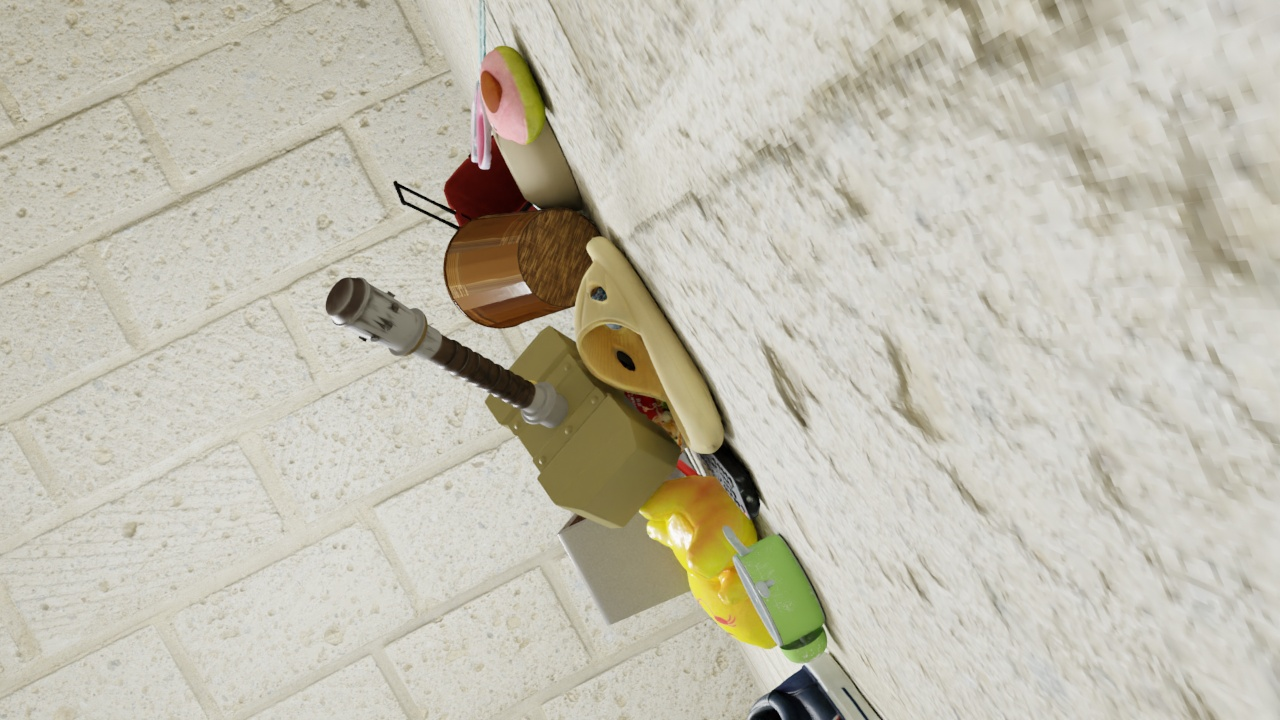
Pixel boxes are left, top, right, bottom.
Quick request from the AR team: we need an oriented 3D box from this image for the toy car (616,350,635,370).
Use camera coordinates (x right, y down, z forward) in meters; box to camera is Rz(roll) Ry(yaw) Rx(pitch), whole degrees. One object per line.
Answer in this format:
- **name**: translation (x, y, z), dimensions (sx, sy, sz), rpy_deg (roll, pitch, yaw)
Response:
- **toy car**: translation (-0.005, 0.005, 0.920), dimensions (0.092, 0.037, 0.040), rpy_deg (32, 163, 19)

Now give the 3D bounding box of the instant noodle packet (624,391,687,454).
- **instant noodle packet**: translation (-0.015, 0.057, 0.980), dimensions (0.040, 0.135, 0.098), rpy_deg (-58, 39, 41)

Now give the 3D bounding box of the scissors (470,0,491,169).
- **scissors**: translation (-0.172, -0.294, 0.973), dimensions (0.103, 0.016, 0.179), rpy_deg (-149, 57, -68)

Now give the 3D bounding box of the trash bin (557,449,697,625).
- **trash bin**: translation (0.007, 0.196, 1.092), dimensions (0.114, 0.115, 0.228), rpy_deg (62, -165, -3)

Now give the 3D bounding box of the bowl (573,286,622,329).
- **bowl**: translation (-0.037, -0.045, 1.006), dimensions (0.114, 0.060, 0.114), rpy_deg (153, 91, -86)

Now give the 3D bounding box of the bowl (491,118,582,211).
- **bowl**: translation (-0.118, -0.219, 0.976), dimensions (0.152, 0.050, 0.152), rpy_deg (63, 176, 8)

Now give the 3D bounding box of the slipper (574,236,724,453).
- **slipper**: translation (-0.009, -0.006, 0.804), dimensions (0.261, 0.079, 0.111), rpy_deg (58, 177, 46)

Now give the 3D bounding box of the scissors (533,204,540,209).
- **scissors**: translation (-0.079, -0.140, 1.067), dimensions (0.134, 0.015, 0.135), rpy_deg (29, 160, 55)

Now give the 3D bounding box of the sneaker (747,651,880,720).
- **sneaker**: translation (0.149, 0.338, 0.678), dimensions (0.121, 0.127, 0.294), rpy_deg (66, 173, -17)

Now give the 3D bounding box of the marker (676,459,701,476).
- **marker**: translation (0.033, 0.112, 1.079), dimensions (0.142, 0.012, 0.013), rpy_deg (38, 165, 25)

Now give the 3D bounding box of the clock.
- **clock**: translation (0.112, 0.189, 0.737), dimensions (0.094, 0.042, 0.119), rpy_deg (60, 174, 51)

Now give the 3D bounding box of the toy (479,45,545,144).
- **toy**: translation (-0.119, -0.240, 0.856), dimensions (0.090, 0.051, 0.110), rpy_deg (64, 171, -2)

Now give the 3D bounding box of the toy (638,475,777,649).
- **toy**: translation (0.076, 0.187, 0.888), dimensions (0.134, 0.087, 0.194), rpy_deg (34, 159, 46)

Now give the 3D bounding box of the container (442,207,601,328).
- **container**: translation (-0.120, -0.103, 0.985), dimensions (0.167, 0.132, 0.132), rpy_deg (0, 120, 59)

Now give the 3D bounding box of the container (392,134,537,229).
- **container**: translation (-0.192, -0.209, 1.161), dimensions (0.200, 0.127, 0.148), rpy_deg (30, -154, -52)

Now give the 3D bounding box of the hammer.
- **hammer**: translation (-0.125, 0.016, 0.780), dimensions (0.324, 0.101, 0.190), rpy_deg (34, -170, -47)

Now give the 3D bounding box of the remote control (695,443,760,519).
- **remote control**: translation (0.067, 0.082, 0.794), dimensions (0.047, 0.022, 0.150), rpy_deg (66, 173, -26)
